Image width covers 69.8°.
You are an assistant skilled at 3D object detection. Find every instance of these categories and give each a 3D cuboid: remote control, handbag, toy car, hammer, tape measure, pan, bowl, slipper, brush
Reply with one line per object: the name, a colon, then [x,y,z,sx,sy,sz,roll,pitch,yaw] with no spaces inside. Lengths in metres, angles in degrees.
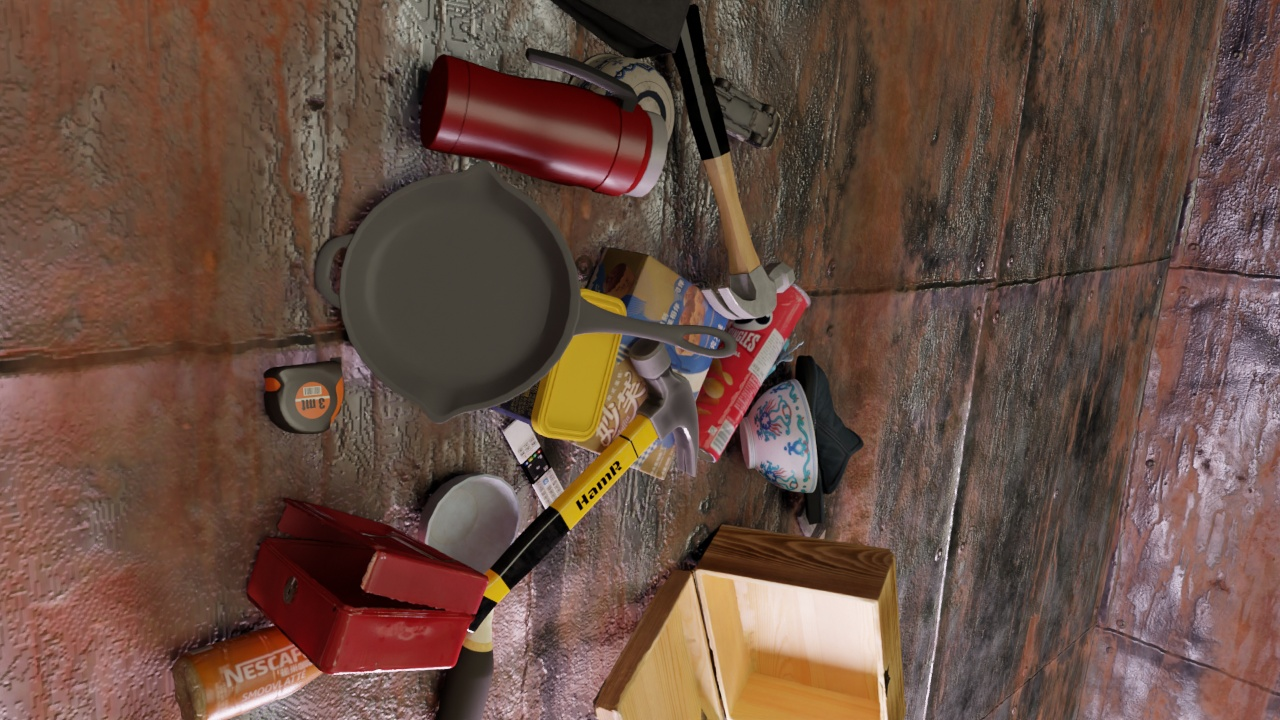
remote control: [-0.108,0.108,0.937,0.028,0.012,0.124,-43,129,-28]
handbag: [-0.037,-0.401,0.830,0.195,0.072,0.175,17,90,-36]
toy car: [0.104,-0.272,1.010,0.112,0.040,0.048,22,92,-26]
hammer: [0.083,-0.199,0.959,0.130,0.039,0.328,-37,117,-45]
tape measure: [-0.269,0.030,0.733,0.058,0.038,0.059,-9,94,-44]
pan: [-0.089,-0.045,0.777,0.354,0.024,0.216,11,93,-11]
bowl: [0.167,0.099,1.153,0.074,0.143,0.144,-8,113,-2]
slipper: [0.252,0.104,1.220,0.108,0.083,0.266,-85,166,-57]
bowl: [-0.168,0.153,0.870,0.106,0.039,0.106,-16,113,-42]
brush: [0.261,0.260,1.359,0.038,0.012,0.151,-48,132,-24]
bowl: [-0.013,-0.239,0.893,0.115,0.059,0.115,-16,113,-42]
hammer: [-0.056,0.134,0.889,0.323,0.034,0.170,-44,131,-24]

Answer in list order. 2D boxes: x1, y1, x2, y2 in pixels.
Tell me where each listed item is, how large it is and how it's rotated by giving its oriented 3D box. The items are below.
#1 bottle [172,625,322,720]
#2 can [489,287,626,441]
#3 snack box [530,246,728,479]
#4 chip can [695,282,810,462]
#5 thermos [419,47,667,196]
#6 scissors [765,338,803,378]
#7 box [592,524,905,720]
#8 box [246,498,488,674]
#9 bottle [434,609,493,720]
bottle: [-0.291,0.246,0.758,0.166,0.059,0.059,-9,109,-44]
can: [-0.086,-0.005,0.856,0.075,0.104,0.135,12,93,-47]
snack box: [-0.006,0.006,0.968,0.155,0.069,0.202,28,82,-45]
chip can: [0.116,0.009,1.093,0.232,0.073,0.073,-58,135,-15]
thermos: [-0.075,-0.205,0.777,0.198,0.084,0.108,7,132,-28]
scissors: [0.161,0.007,1.123,0.095,0.015,0.142,-53,179,1]
box: [0.132,0.411,1.099,0.335,0.287,0.279,-48,133,-47]
box: [-0.223,0.183,0.740,0.129,0.158,0.097,23,82,-45]
bottle: [-0.165,0.294,0.911,0.045,0.045,0.184,11,94,-47]
